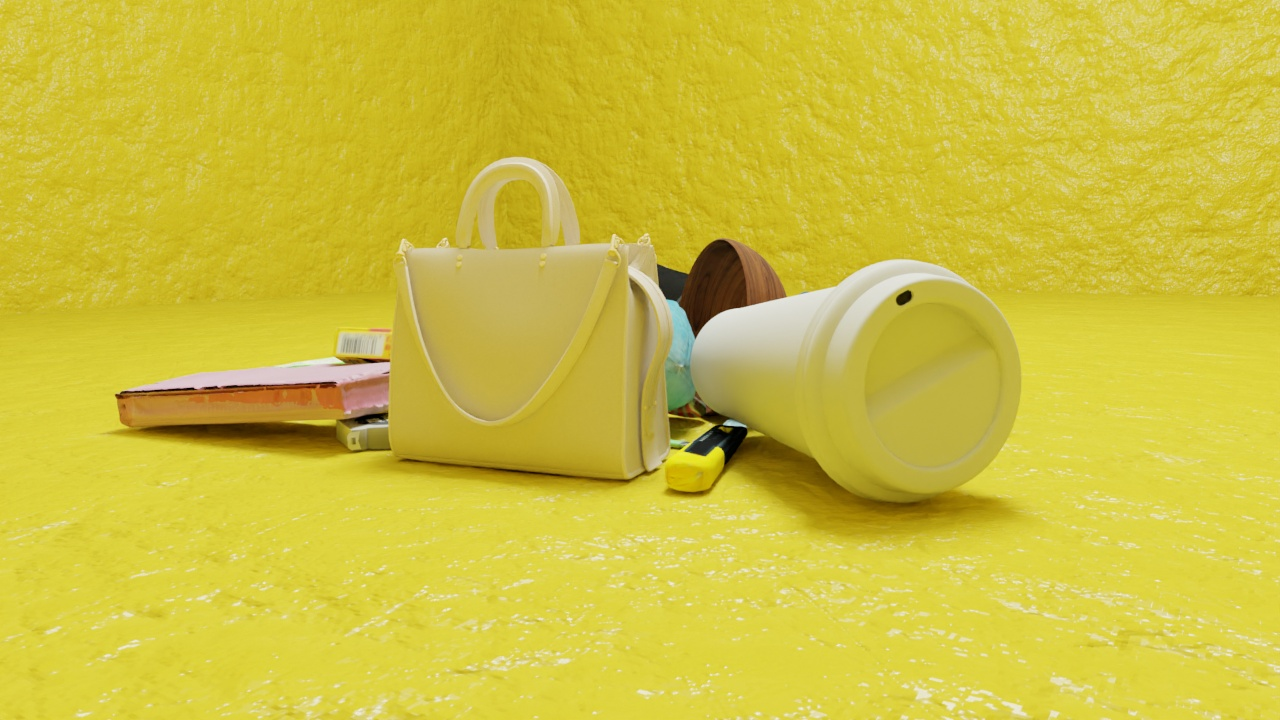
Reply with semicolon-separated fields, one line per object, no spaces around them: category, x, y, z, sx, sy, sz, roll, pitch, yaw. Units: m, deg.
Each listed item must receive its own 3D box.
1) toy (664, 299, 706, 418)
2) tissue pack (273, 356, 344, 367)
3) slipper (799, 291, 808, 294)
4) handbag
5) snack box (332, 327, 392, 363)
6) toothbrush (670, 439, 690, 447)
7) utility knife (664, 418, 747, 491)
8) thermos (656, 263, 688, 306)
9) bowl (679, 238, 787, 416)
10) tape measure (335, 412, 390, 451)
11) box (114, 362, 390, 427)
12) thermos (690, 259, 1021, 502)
toy;-0.042;0.000;0.717;0.181;0.114;0.183;5;-27;37
tissue pack;-0.300;0.014;0.917;0.100;0.034;0.113;3;8;44
slipper;0.228;-0.021;0.864;0.103;0.059;0.213;29;9;-31
handbag;-0.074;-0.032;0.601;0.195;0.198;0.101;2;8;23
snack box;-0.194;0.006;0.782;0.075;0.025;0.152;2;-15;8
toothbrush;-0.043;0.051;0.676;0.188;0.017;0.014;4;7;25
utility knife;0.050;0.056;0.616;0.029;0.020;0.197;5;7;14
thermos;0.024;-0.065;1.039;0.105;0.106;0.219;-5;23;-31
bowl;0.088;-0.024;0.769;0.068;0.147;0.147;6;5;-19
tape measure;-0.189;0.051;0.676;0.064;0.017;0.064;-5;8;-30
box;-0.292;0.025;0.714;0.233;0.041;0.098;-3;3;26
thermos;0.113;0.007;0.573;0.131;0.131;0.222;-3;4;-20
